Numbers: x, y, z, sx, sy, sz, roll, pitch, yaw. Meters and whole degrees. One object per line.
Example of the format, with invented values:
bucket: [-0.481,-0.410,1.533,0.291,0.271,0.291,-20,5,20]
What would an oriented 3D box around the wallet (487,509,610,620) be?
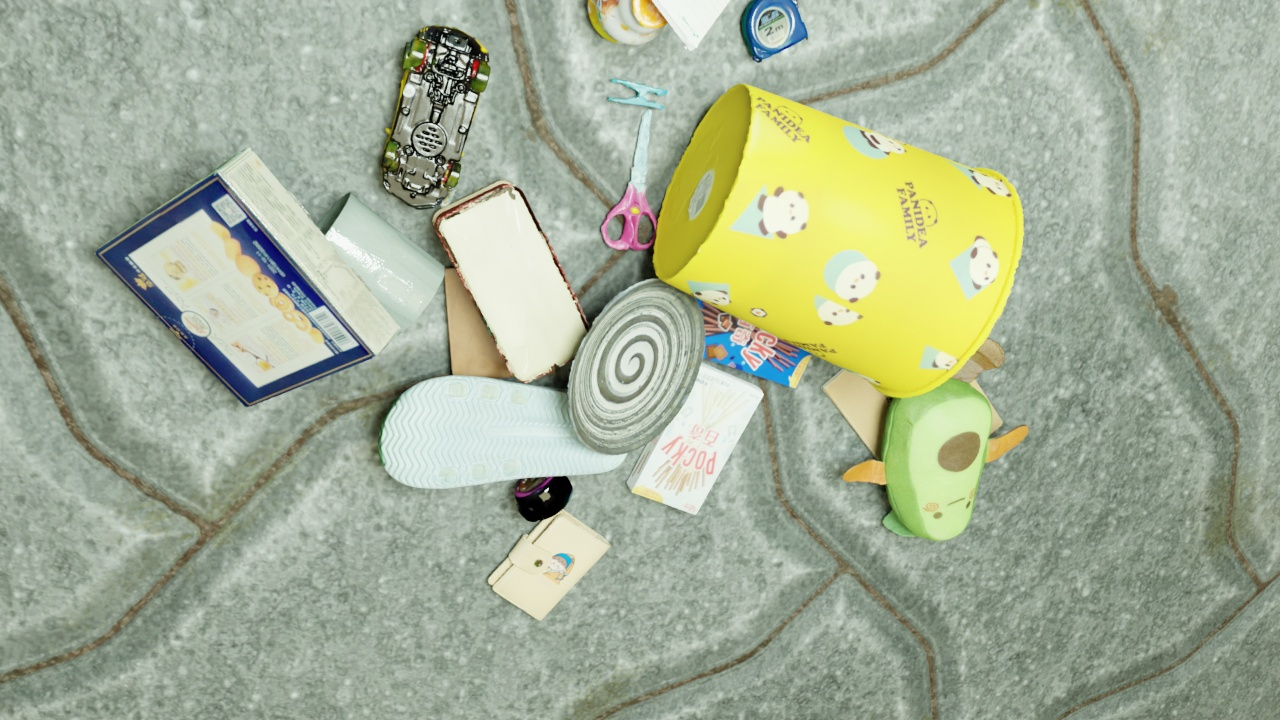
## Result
wallet: [-0.100,0.218,0.986,0.087,0.024,0.115,41,97,-25]

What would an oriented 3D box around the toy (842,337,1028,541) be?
toy: [0.328,0.095,1.019,0.227,0.090,0.247,-10,110,-6]

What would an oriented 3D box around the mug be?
mug: [-0.249,-0.071,0.806,0.103,0.083,0.124,37,123,-26]

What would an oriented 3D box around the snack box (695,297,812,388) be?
snack box: [0.111,-0.033,0.948,0.157,0.026,0.085,18,105,-22]

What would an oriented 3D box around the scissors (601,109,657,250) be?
scissors: [-0.002,-0.169,0.869,0.057,0.017,0.133,6,105,-13]

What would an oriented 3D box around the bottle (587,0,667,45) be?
bottle: [-0.004,-0.296,0.765,0.063,0.108,0.063,-6,112,-16]

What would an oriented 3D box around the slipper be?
slipper: [-0.127,0.067,0.888,0.245,0.074,0.104,2,91,-22]

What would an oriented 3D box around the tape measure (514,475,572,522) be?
tape measure: [-0.100,0.132,0.933,0.058,0.057,0.039,-30,115,6]

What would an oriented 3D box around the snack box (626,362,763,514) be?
snack box: [0.058,0.083,0.978,0.084,0.027,0.157,23,102,-23]

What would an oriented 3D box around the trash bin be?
trash bin: [0.165,-0.114,0.832,0.255,0.229,0.230,20,104,-17]

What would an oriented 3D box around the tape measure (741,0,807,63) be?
tape measure: [0.120,-0.309,0.843,0.058,0.025,0.054,-30,114,-8]

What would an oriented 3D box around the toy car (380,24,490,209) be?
toy car: [-0.178,-0.207,0.785,0.071,0.041,0.156,13,104,-21]

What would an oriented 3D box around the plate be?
plate: [-0.005,0.005,0.870,0.179,0.024,0.180,-24,126,-37]

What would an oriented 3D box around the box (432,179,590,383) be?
box: [-0.114,-0.069,0.824,0.091,0.076,0.168,-28,110,-7]

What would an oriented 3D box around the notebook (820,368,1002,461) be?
notebook: [0.316,0.052,1.052,0.148,0.008,0.207,-41,116,2]

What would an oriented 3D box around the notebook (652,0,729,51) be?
notebook: [0.039,-0.366,0.736,0.150,0.012,0.208,47,55,-25]

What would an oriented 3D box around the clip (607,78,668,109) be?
clip: [-0.002,-0.244,0.839,0.056,0.014,0.043,3,110,-19]

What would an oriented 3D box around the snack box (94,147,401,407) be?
snack box: [-0.319,-0.057,0.748,0.183,0.045,0.178,-17,121,32]

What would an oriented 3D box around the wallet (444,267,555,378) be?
wallet: [-0.134,-0.036,0.879,0.101,0.020,0.115,-5,109,-14]
